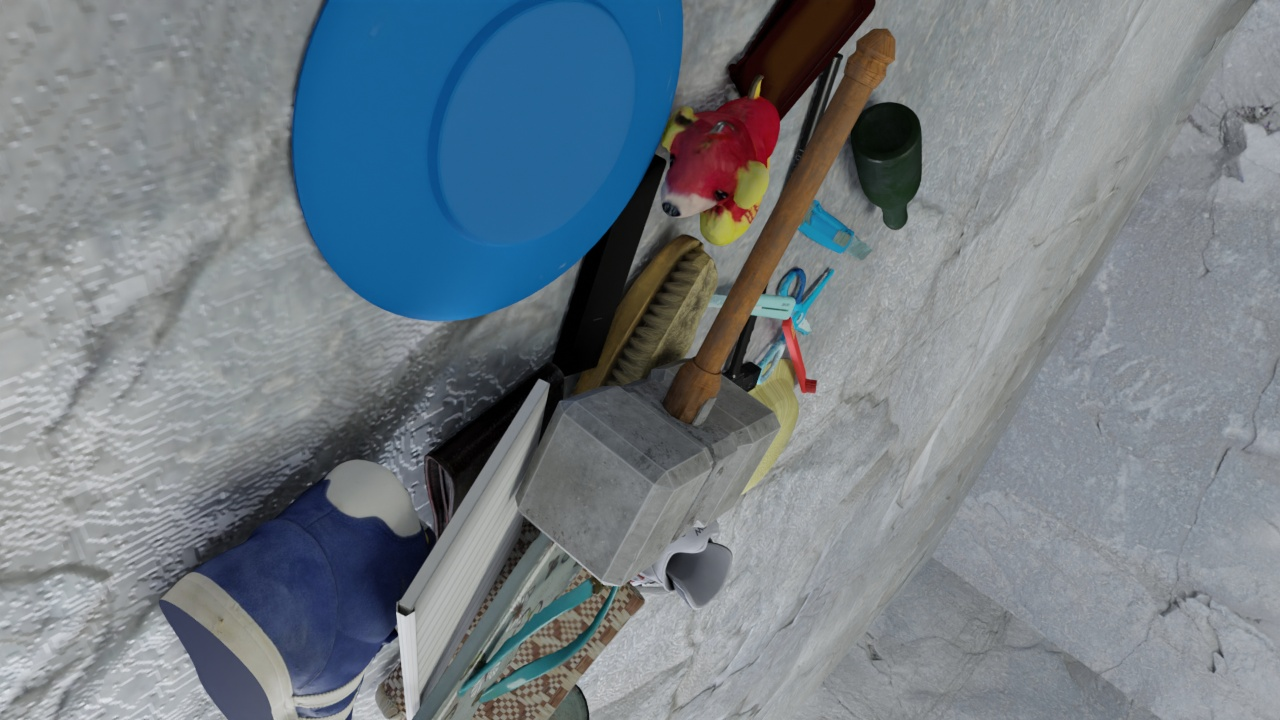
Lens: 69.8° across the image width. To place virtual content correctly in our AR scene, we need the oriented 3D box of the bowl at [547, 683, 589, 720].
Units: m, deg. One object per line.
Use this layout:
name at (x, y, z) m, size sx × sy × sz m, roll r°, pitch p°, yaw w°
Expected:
bowl at (-0.116, 0.318, 0.749) m, size 0.157 × 0.158 × 0.038 m, roll -46°, pitch 117°, yaw -16°

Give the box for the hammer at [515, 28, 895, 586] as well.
hammer at (0.057, -0.034, 0.521) m, size 0.162 × 0.083 × 0.318 m, roll -18°, pitch 140°, yaw -57°

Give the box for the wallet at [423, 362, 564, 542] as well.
wallet at (-0.092, 0.065, 0.586) m, size 0.099 × 0.031 × 0.120 m, roll -39°, pitch 156°, yaw -31°

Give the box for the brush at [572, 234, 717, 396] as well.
brush at (-0.004, 0.004, 0.639) m, size 0.059 × 0.043 × 0.196 m, roll 0°, pitch 123°, yaw -59°

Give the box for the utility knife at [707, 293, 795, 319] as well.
utility knife at (0.080, -0.046, 0.727) m, size 0.165 × 0.015 × 0.022 m, roll 1°, pitch 122°, yaw -53°

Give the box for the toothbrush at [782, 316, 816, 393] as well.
toothbrush at (0.161, -0.001, 0.912) m, size 0.212 × 0.018 × 0.012 m, roll 52°, pitch 49°, yaw -66°

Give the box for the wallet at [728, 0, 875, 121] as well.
wallet at (0.106, -0.211, 0.598) m, size 0.115 × 0.018 × 0.091 m, roll -54°, pitch 155°, yaw 3°

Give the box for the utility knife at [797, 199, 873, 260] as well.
utility knife at (0.181, -0.115, 0.841) m, size 0.031 × 0.015 × 0.221 m, roll -56°, pitch 156°, yaw 14°

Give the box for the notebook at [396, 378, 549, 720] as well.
notebook at (-0.099, 0.120, 0.536) m, size 0.210 × 0.009 × 0.142 m, roll 109°, pitch 8°, yaw -55°

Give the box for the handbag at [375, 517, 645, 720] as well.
handbag at (-0.095, 0.212, 0.689) m, size 0.185 × 0.047 × 0.124 m, roll -49°, pitch 118°, yaw -10°

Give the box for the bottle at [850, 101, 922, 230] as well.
bottle at (0.221, -0.158, 0.809) m, size 0.055 × 0.055 × 0.174 m, roll -53°, pitch 155°, yaw -3°

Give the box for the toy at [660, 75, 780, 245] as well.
toy at (0.056, -0.123, 0.564) m, size 0.137 × 0.067 × 0.105 m, roll -13°, pitch 120°, yaw -72°

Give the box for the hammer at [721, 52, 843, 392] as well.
hammer at (0.103, -0.088, 0.744) m, size 0.094 × 0.015 × 0.326 m, roll -28°, pitch 143°, yaw -41°

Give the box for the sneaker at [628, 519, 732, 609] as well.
sneaker at (0.012, 0.160, 0.761) m, size 0.088 × 0.124 × 0.240 m, roll -40°, pitch 151°, yaw -27°

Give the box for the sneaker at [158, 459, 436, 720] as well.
sneaker at (-0.168, 0.144, 0.502) m, size 0.118 × 0.091 × 0.234 m, roll -49°, pitch 157°, yaw -36°

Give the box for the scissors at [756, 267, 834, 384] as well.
scissors at (0.143, -0.041, 0.868) m, size 0.134 × 0.011 × 0.140 m, roll -50°, pitch 152°, yaw -10°

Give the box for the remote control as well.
remote control at (-0.022, -0.057, 0.570) m, size 0.034 × 0.013 × 0.150 m, roll -18°, pitch 136°, yaw -51°

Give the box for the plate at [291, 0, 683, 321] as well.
plate at (-0.052, -0.111, 0.426) m, size 0.223 × 0.024 × 0.225 m, roll -35°, pitch 146°, yaw -29°

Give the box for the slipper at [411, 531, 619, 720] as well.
slipper at (-0.070, 0.175, 0.593) m, size 0.268 × 0.055 × 0.098 m, roll -51°, pitch 158°, yaw -25°

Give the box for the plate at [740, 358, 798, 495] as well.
plate at (0.118, 0.086, 0.950) m, size 0.184 × 0.036 × 0.185 m, roll -39°, pitch 150°, yaw -28°
